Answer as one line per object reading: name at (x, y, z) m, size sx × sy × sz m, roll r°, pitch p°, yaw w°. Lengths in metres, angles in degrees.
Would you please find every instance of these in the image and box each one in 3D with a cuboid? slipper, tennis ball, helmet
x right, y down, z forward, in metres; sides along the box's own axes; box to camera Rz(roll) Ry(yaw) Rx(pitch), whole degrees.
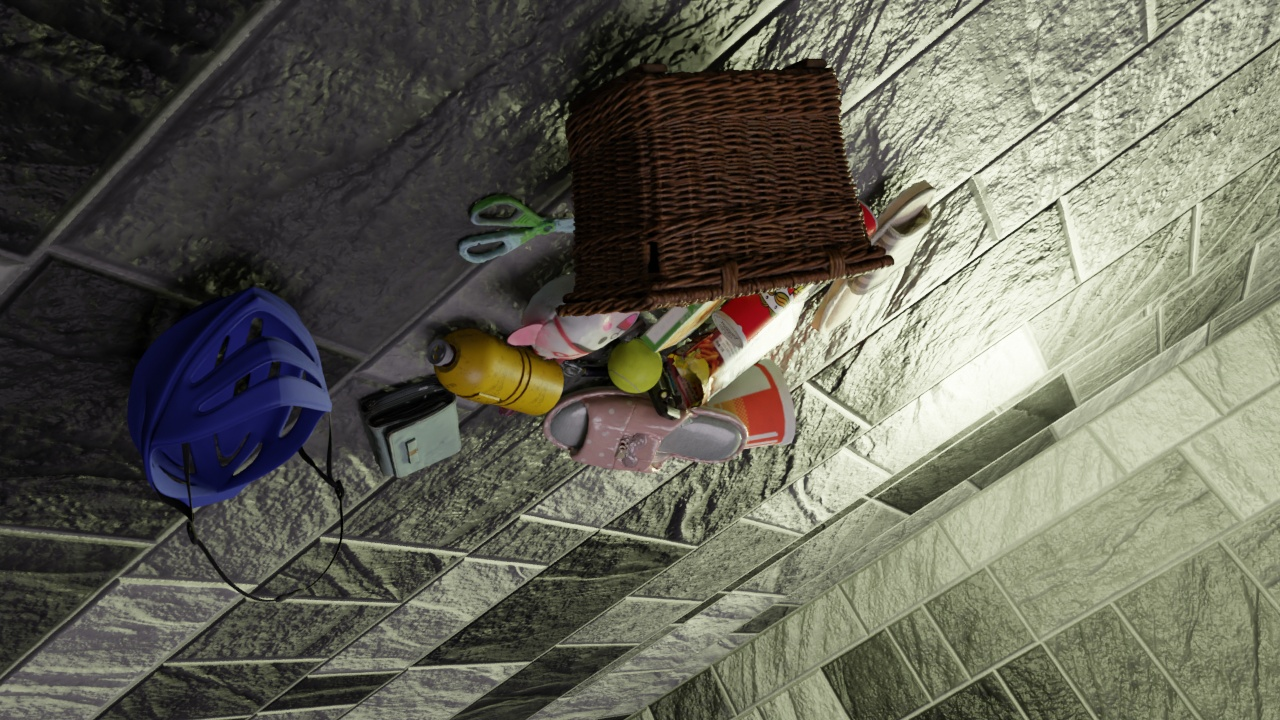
slipper at (0.011, 0.096, 1.177) m, size 0.274 × 0.054 × 0.114 m, roll 6°, pitch 125°, yaw -16°
tennis ball at (-0.007, 0.006, 1.094) m, size 0.065 × 0.065 × 0.065 m, roll -22°, pitch 151°, yaw -13°
helmet at (-0.318, 0.073, 0.754) m, size 0.147 × 0.227 × 0.242 m, roll -13°, pitch 150°, yaw -45°
slipper at (0.297, -0.118, 1.166) m, size 0.114 × 0.054 × 0.273 m, roll -34°, pitch 162°, yaw -31°

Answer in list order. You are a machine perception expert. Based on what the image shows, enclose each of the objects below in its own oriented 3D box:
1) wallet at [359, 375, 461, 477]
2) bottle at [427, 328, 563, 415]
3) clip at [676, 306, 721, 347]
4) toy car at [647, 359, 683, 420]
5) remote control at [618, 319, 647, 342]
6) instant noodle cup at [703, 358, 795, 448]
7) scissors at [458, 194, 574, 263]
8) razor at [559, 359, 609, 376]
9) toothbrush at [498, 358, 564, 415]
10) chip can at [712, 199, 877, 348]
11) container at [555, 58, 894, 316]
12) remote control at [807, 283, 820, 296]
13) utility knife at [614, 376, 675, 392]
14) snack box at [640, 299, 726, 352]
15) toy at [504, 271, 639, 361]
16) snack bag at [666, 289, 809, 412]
wallet at (-0.249, 0.078, 1.013) m, size 0.100 × 0.054 × 0.132 m, roll -19°, pitch 155°, yaw -17°
bottle at (-0.156, 0.011, 0.961) m, size 0.071 × 0.071 × 0.163 m, roll -39°, pitch 150°, yaw 18°
clip at (0.105, -0.035, 1.169) m, size 0.115 × 0.028 × 0.163 m, roll -33°, pitch 152°, yaw 9°
toy car at (0.022, 0.031, 1.136) m, size 0.037 × 0.092 × 0.040 m, roll -29°, pitch 153°, yaw 22°
remote control at (-0.009, -0.033, 1.019) m, size 0.033 × 0.013 × 0.136 m, roll -33°, pitch -177°, yaw 1°
instant noodle cup at (0.134, 0.072, 1.283) m, size 0.121 × 0.123 × 0.124 m, roll -14°, pitch 149°, yaw -12°
scissors at (-0.084, -0.132, 0.857) m, size 0.174 × 0.032 × 0.093 m, roll -18°, pitch 148°, yaw -28°
razor at (-0.052, 0.011, 1.107) m, size 0.144 × 0.022 × 0.043 m, roll 7°, pitch 136°, yaw -48°
toothbrush at (-0.102, 0.004, 1.045) m, size 0.190 × 0.016 × 0.016 m, roll -43°, pitch 164°, yaw 27°
chip can at (0.178, -0.102, 1.047) m, size 0.214 × 0.052 × 0.052 m, roll -40°, pitch 153°, yaw -10°
container at (0.061, -0.142, 0.767) m, size 0.249 × 0.183 × 0.162 m, roll -11°, pitch -175°, yaw -31°
remote control at (0.192, -0.097, 1.155) m, size 0.074 × 0.019 × 0.151 m, roll 1°, pitch 140°, yaw -43°
utility knife at (0.027, 0.032, 1.221) m, size 0.185 × 0.015 × 0.031 m, roll -11°, pitch 151°, yaw -32°
snack box at (0.071, -0.067, 1.004) m, size 0.132 × 0.027 × 0.167 m, roll -45°, pitch 175°, yaw 14°
toy at (-0.032, -0.069, 0.922) m, size 0.213 × 0.084 × 0.142 m, roll -37°, pitch 177°, yaw 8°
snack bag at (0.133, -0.025, 1.119) m, size 0.207 × 0.066 × 0.139 m, roll -34°, pitch 148°, yaw -18°
